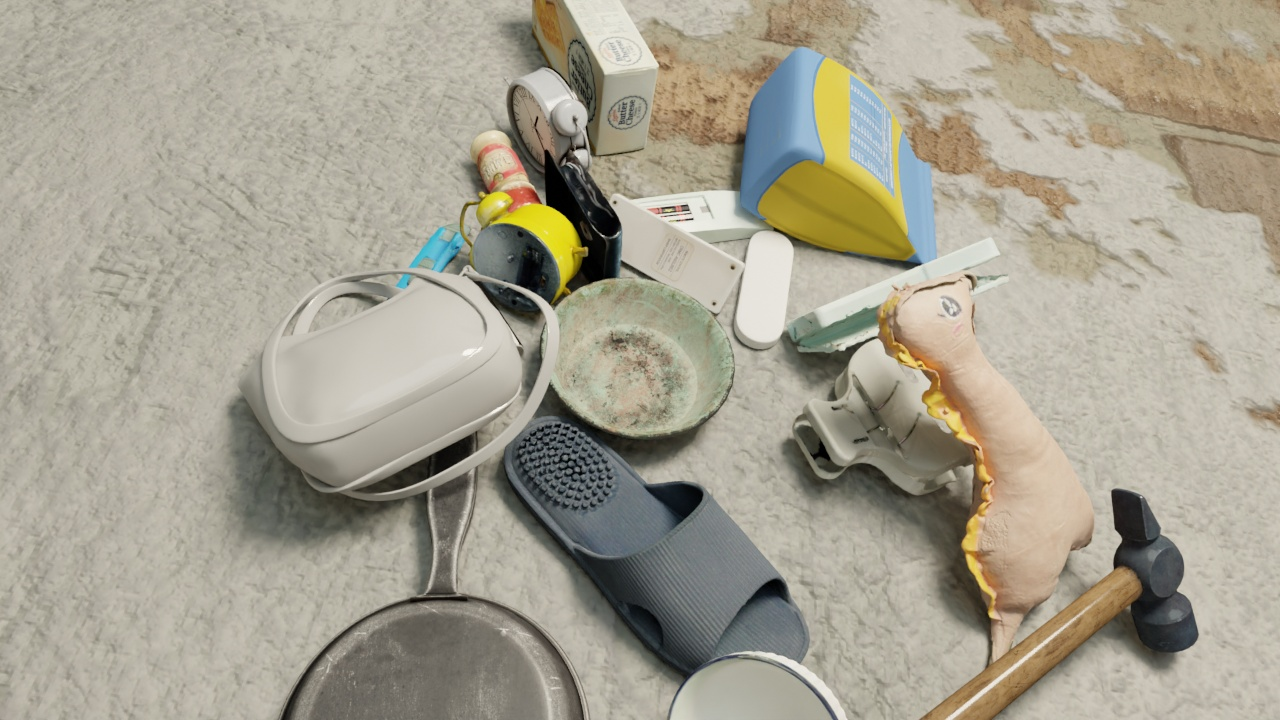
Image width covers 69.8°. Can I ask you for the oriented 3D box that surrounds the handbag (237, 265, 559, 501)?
[{"bbox_3d":[-0.188,-0.009,0.689,0.215,0.096,0.222,-27,41,-18],"label":"handbag"}]

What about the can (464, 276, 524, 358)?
[{"bbox_3d":[-0.128,-0.031,0.752,0.031,0.032,0.080,-24,63,-25],"label":"can"}]

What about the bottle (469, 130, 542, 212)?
[{"bbox_3d":[-0.122,-0.162,0.840,0.044,0.044,0.109,-15,58,-21],"label":"bottle"}]

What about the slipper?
[{"bbox_3d":[0.007,0.122,0.641,0.263,0.083,0.101,39,59,17],"label":"slipper"}]

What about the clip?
[{"bbox_3d":[0.194,0.055,0.747,0.152,0.097,0.126,-22,60,-10],"label":"clip"}]

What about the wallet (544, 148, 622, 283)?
[{"bbox_3d":[-0.048,-0.119,0.795,0.026,0.089,0.115,-22,63,-18],"label":"wallet"}]

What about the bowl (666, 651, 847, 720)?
[{"bbox_3d":[0.081,0.237,0.572,0.118,0.118,0.062,49,18,22],"label":"bowl"}]

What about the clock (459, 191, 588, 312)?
[{"bbox_3d":[-0.104,-0.093,0.768,0.119,0.083,0.057,28,43,9],"label":"clock"}]

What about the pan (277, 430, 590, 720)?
[{"bbox_3d":[-0.128,0.158,0.595,0.187,0.055,0.356,0,53,-6],"label":"pan"}]

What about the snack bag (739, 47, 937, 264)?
[{"bbox_3d":[0.207,-0.185,0.894,0.205,0.103,0.158,24,52,-18],"label":"snack bag"}]

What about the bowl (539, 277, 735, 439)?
[{"bbox_3d":[-0.005,0.004,0.747,0.157,0.039,0.157,5,55,-7],"label":"bowl"}]

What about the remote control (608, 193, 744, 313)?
[{"bbox_3d":[0.023,-0.096,0.819,0.136,0.050,0.011,31,18,11],"label":"remote control"}]

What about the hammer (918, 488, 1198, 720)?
[{"bbox_3d":[0.255,0.214,0.628,0.321,0.040,0.129,-29,106,-18],"label":"hammer"}]

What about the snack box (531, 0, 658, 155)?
[{"bbox_3d":[-0.052,-0.316,0.924,0.057,0.104,0.207,-15,60,-18],"label":"snack box"}]

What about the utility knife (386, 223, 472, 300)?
[{"bbox_3d":[-0.191,-0.059,0.771,0.031,0.015,0.178,17,55,8],"label":"utility knife"}]

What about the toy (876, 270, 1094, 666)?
[{"bbox_3d":[0.240,0.072,0.659,0.264,0.065,0.195,49,64,-18],"label":"toy"}]

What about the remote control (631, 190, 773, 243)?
[{"bbox_3d":[0.054,-0.136,0.866,0.143,0.024,0.049,-9,58,-17],"label":"remote control"}]

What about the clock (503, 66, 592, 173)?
[{"bbox_3d":[-0.082,-0.216,0.849,0.035,0.095,0.122,-28,48,-23],"label":"clock"}]

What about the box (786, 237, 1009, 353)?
[{"bbox_3d":[0.225,-0.055,0.812,0.198,0.066,0.083,-22,22,-21],"label":"box"}]

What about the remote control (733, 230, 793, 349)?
[{"bbox_3d":[0.113,-0.067,0.835,0.043,0.013,0.136,14,54,-1],"label":"remote control"}]
